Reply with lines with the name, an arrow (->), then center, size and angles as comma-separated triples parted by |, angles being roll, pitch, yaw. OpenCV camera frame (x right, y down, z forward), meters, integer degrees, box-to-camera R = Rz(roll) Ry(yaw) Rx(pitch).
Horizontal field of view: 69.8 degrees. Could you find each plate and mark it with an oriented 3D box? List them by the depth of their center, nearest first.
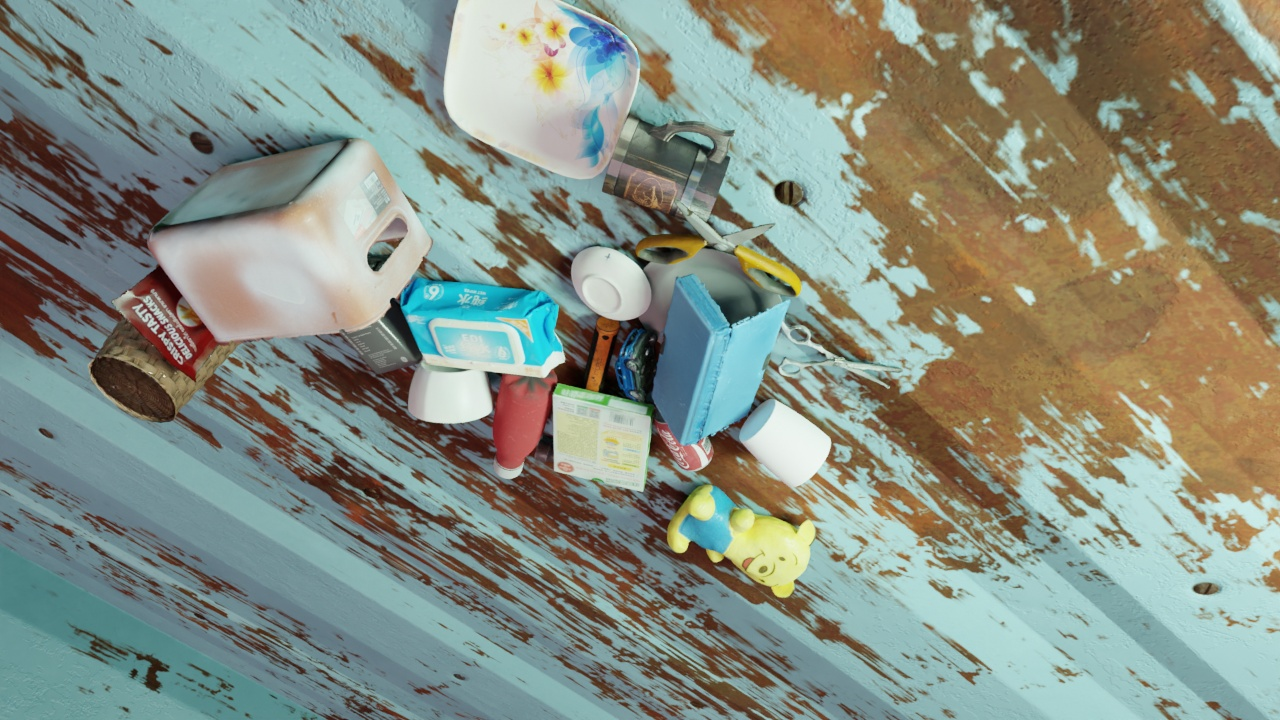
plate -> -0.099, -0.277, 0.909 | 0.187, 0.016, 0.187 | 23, 138, -3
plate -> 0.079, -0.063, 1.069 | 0.178, 0.012, 0.179 | 11, 138, 10
plate -> -0.039, -0.083, 1.071 | 0.104, 0.026, 0.104 | 19, 139, 17

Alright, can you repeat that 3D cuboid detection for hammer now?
hammer -> -0.058, 0.059, 1.237 | 0.138, 0.034, 0.315 | 18, 138, 1

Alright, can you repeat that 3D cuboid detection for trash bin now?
trash bin -> -0.405, -0.139, 1.056 | 0.260, 0.181, 0.157 | -4, 131, 26
trash bin -> -0.620, -0.038, 1.223 | 0.151, 0.209, 0.151 | 11, 137, 11

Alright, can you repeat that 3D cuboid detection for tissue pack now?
tissue pack -> -0.196, -0.041, 1.164 | 0.209, 0.065, 0.117 | 6, 138, 14

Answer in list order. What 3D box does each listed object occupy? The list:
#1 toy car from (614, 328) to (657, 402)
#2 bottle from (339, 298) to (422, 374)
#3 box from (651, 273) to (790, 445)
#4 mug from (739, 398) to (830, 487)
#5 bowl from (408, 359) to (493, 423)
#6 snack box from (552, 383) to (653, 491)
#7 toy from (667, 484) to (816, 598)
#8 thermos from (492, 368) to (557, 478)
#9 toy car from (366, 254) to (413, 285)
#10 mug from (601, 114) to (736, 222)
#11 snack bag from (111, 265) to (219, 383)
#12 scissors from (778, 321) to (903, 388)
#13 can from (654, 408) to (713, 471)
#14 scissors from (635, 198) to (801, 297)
toy car -> -0.007, 0.007, 1.138 | 0.043, 0.056, 0.120 | 24, 152, 17
bottle -> -0.369, -0.062, 1.221 | 0.084, 0.046, 0.174 | -12, 129, 31
box -> 0.090, -0.007, 1.084 | 0.112, 0.094, 0.232 | -20, 147, -21
mug -> 0.174, 0.102, 1.169 | 0.087, 0.080, 0.114 | 39, 167, -11
bowl -> -0.255, 0.034, 1.235 | 0.116, 0.116, 0.066 | 8, 110, 14
snack box -> -0.053, 0.106, 1.239 | 0.132, 0.027, 0.168 | 12, 137, 7
toy -> 0.150, 0.253, 1.325 | 0.214, 0.083, 0.149 | 23, 140, -6
thermos -> -0.171, 0.091, 1.285 | 0.073, 0.073, 0.241 | 21, 139, -1
toy car -> -0.336, -0.111, 1.157 | 0.105, 0.048, 0.032 | 7, 140, 12
mug -> 0.030, -0.196, 0.896 | 0.107, 0.079, 0.116 | 21, 144, -2
snack bag -> -0.535, -0.089, 1.137 | 0.067, 0.207, 0.139 | 1, 135, 21
scissors -> 0.225, -0.008, 1.062 | 0.142, 0.014, 0.147 | -7, 136, 21
can -> 0.057, 0.099, 1.219 | 0.054, 0.053, 0.096 | -8, 131, 28
scissors -> 0.075, -0.114, 0.944 | 0.229, 0.016, 0.225 | 7, 165, 39
